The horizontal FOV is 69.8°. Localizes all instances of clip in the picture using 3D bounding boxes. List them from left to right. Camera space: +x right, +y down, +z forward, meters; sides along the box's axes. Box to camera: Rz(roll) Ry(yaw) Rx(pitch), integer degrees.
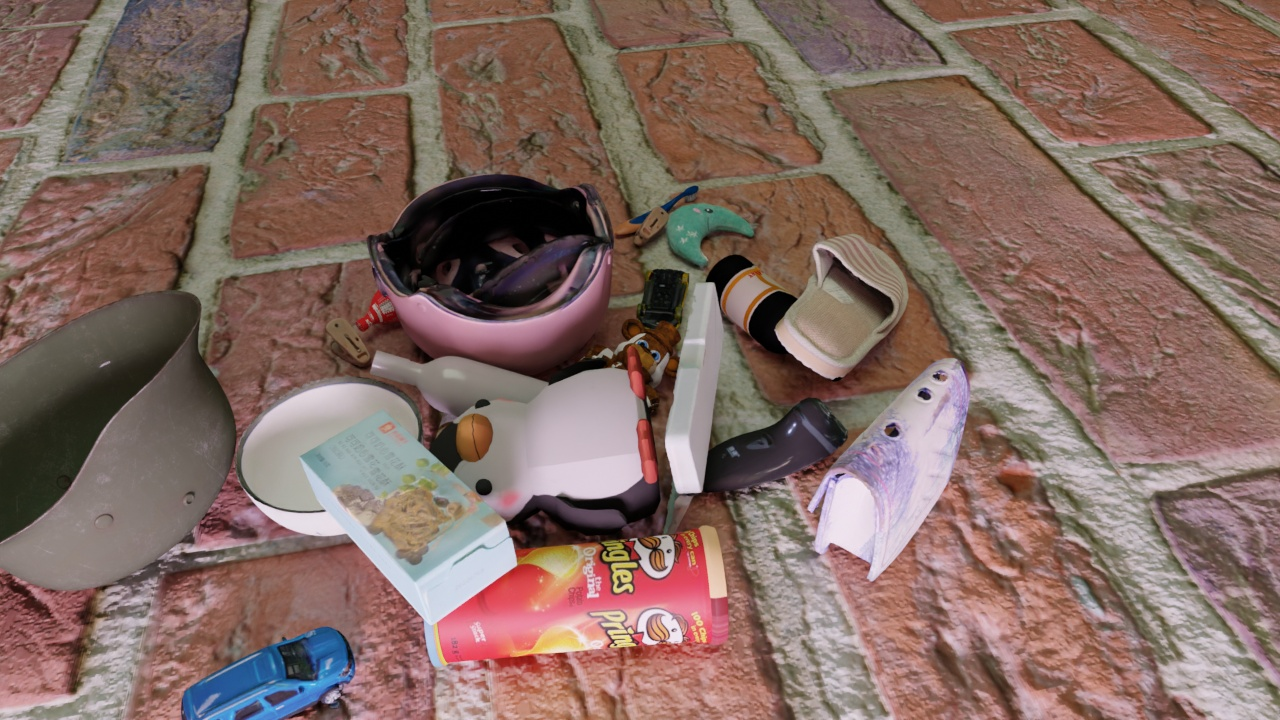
[{"bbox_3d":[-0.296,-0.017,0.934,0.025,0.061,0.050,-32,24,-29],"label":"clip"},{"bbox_3d":[0.013,-0.159,1.078,0.026,0.049,0.061,44,86,-3],"label":"clip"}]

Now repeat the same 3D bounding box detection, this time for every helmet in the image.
[{"bbox_3d":[-0.430,0.085,0.735,0.227,0.154,0.266,1,41,29],"label":"helmet"},{"bbox_3d":[-0.137,-0.081,0.912,0.229,0.153,0.255,-25,46,-20],"label":"helmet"}]

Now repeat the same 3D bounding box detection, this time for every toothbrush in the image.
[{"bbox_3d":[0.021,-0.180,1.117,0.134,0.017,0.021,-33,47,-26],"label":"toothbrush"}]

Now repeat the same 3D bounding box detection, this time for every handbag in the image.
[{"bbox_3d":[0.204,0.083,0.744,0.069,0.127,0.158,28,52,31],"label":"handbag"}]

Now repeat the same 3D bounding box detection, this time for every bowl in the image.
[{"bbox_3d":[-0.259,0.091,0.789,0.153,0.073,0.153,-1,42,0],"label":"bowl"}]

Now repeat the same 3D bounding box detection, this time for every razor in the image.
[{"bbox_3d":[0.112,0.074,0.802,0.140,0.064,0.053,-20,44,-14],"label":"razor"}]

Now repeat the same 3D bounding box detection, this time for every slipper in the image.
[{"bbox_3d":[0.208,-0.067,0.909,0.115,0.052,0.262,39,38,6],"label":"slipper"}]

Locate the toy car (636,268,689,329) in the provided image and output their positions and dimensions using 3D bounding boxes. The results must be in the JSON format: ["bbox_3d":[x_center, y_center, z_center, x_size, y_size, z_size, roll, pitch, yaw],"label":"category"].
[{"bbox_3d":[0.024,-0.064,0.978,0.049,0.030,0.106,7,41,7],"label":"toy car"}]

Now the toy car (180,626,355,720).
[{"bbox_3d":[-0.266,0.233,0.657,0.120,0.044,0.056,-22,46,-21],"label":"toy car"}]

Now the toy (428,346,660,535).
[{"bbox_3d":[-0.078,0.084,0.754,0.184,0.140,0.158,-9,52,1],"label":"toy"}]

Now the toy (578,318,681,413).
[{"bbox_3d":[-0.005,0.005,0.881,0.087,0.067,0.112,42,67,7],"label":"toy"}]

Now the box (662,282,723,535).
[{"bbox_3d":[0.047,0.040,0.787,0.044,0.136,0.196,8,44,7],"label":"box"}]

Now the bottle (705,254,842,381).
[{"bbox_3d":[0.140,-0.039,0.926,0.059,0.059,0.181,-25,48,-23],"label":"bottle"}]

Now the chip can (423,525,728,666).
[{"bbox_3d":[-0.046,0.176,0.682,0.213,0.087,0.087,-5,43,-2],"label":"chip can"}]

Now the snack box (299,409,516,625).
[{"bbox_3d":[-0.172,0.108,0.668,0.074,0.053,0.175,-32,47,-30],"label":"snack box"}]

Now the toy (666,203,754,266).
[{"bbox_3d":[0.075,-0.154,1.075,0.105,0.033,0.085,-34,63,-32],"label":"toy"}]

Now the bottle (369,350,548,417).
[{"bbox_3d":[-0.140,0.029,0.814,0.195,0.053,0.052,17,41,-13],"label":"bottle"}]

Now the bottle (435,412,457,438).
[{"bbox_3d":[-0.166,0.070,0.831,0.043,0.043,0.110,2,42,4],"label":"bottle"}]

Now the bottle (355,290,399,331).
[{"bbox_3d":[-0.250,-0.075,0.989,0.042,0.042,0.141,25,49,25],"label":"bottle"}]
